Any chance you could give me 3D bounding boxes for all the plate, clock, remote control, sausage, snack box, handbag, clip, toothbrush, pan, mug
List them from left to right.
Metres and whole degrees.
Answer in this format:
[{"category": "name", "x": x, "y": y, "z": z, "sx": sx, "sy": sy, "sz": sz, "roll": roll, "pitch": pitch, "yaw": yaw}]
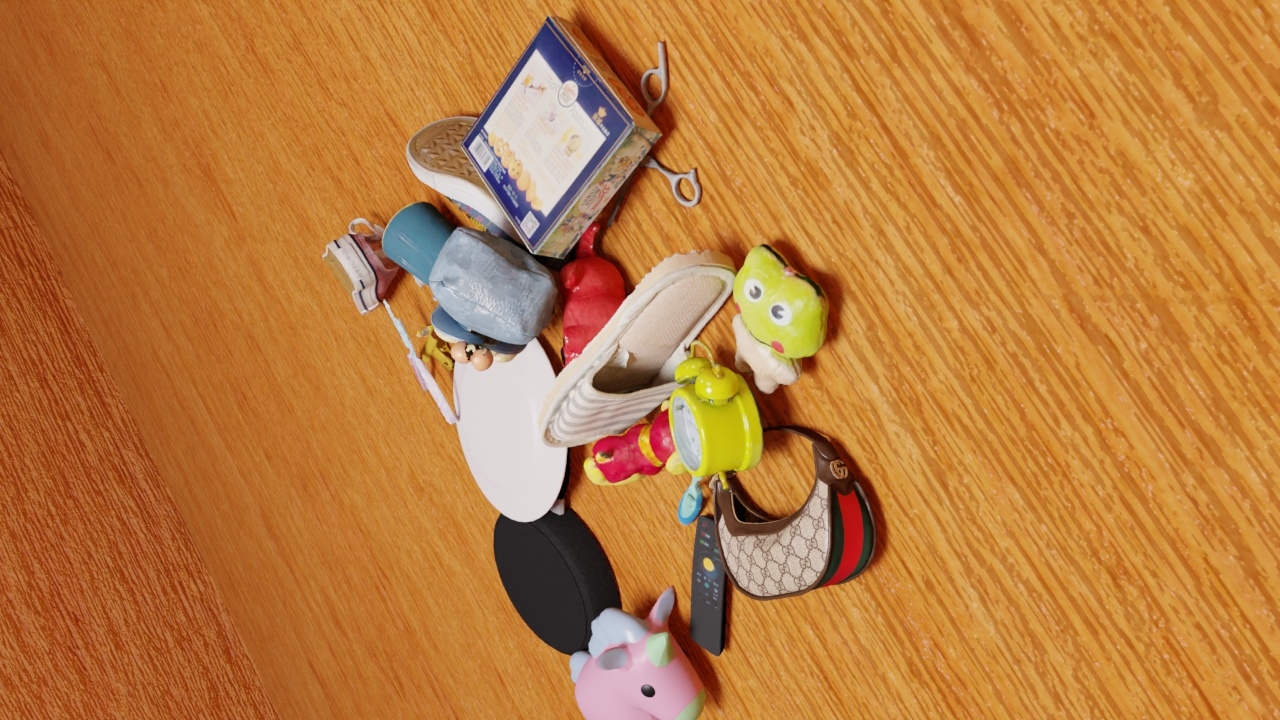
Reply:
[{"category": "toothbrush", "x": -0.241, "y": -0.054, "z": 1.108, "sx": 0.136, "sy": 0.016, "sz": 0.021, "roll": -31, "pitch": 80, "yaw": 51}, {"category": "clip", "x": -0.244, "y": -0.012, "z": 1.134, "sx": 0.054, "sy": 0.048, "sz": 0.045, "roll": 128, "pitch": 156, "yaw": -47}, {"category": "mug", "x": -0.216, "y": -0.111, "z": 1.010, "sx": 0.121, "sy": 0.078, "sz": 0.078, "roll": 39, "pitch": 134, "yaw": 23}, {"category": "sausage", "x": -0.168, "y": -0.150, "z": 0.974, "sx": 0.155, "sy": 0.020, "sz": 0.020, "roll": 43, "pitch": 136, "yaw": 26}, {"category": "handbag", "x": -0.142, "y": -0.050, "z": 0.861, "sx": 0.121, "sy": 0.118, "sz": 0.192, "roll": 27, "pitch": 177, "yaw": -9}, {"category": "plate", "x": -0.159, "y": 0.064, "z": 1.037, "sx": 0.243, "sy": 0.016, "sz": 0.243, "roll": 15, "pitch": 109, "yaw": 49}, {"category": "pan", "x": -0.102, "y": 0.192, "z": 1.053, "sx": 0.204, "sy": 0.044, "sz": 0.356, "roll": 29, "pitch": 130, "yaw": 37}, {"category": "snack box", "x": -0.072, "y": -0.187, "z": 0.774, "sx": 0.145, "sy": 0.042, "sz": 0.144, "roll": -47, "pitch": 62, "yaw": 26}, {"category": "toothbrush", "x": 0.049, "y": 0.123, "z": 0.845, "sx": 0.022, "sy": 0.017, "sz": 0.135, "roll": 43, "pitch": 155, "yaw": 18}, {"category": "remote control", "x": 0.069, "y": 0.218, "z": 0.887, "sx": 0.041, "sy": 0.020, "sz": 0.152, "roll": 25, "pitch": 125, "yaw": 40}, {"category": "clock", "x": 0.060, "y": 0.040, "z": 0.746, "sx": 0.083, "sy": 0.057, "sz": 0.119, "roll": -151, "pitch": 52, "yaw": -69}, {"category": "handbag", "x": 0.117, "y": 0.125, "z": 0.766, "sx": 0.167, "sy": 0.063, "sz": 0.138, "roll": -33, "pitch": 65, "yaw": 56}]

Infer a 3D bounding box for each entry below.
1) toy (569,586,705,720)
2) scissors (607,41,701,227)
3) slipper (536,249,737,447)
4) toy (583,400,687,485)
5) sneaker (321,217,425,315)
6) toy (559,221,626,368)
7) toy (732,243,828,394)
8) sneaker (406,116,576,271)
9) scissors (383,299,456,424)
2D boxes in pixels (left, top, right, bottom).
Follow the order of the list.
[{"category": "toy", "x": -0.018, "y": 0.335, "z": 0.982, "sx": 0.223, "sy": 0.119, "sz": 0.171, "roll": -11, "pitch": 110, "yaw": 50}, {"category": "scissors", "x": 0.000, "y": -0.182, "z": 0.770, "sx": 0.141, "sy": 0.014, "sz": 0.175, "roll": 34, "pitch": 130, "yaw": 29}, {"category": "slipper", "x": -0.005, "y": 0.005, "z": 0.793, "sx": 0.274, "sy": 0.114, "sz": 0.054, "roll": -51, "pitch": 56, "yaw": 41}, {"category": "toy", "x": 0.001, "y": 0.081, "z": 0.835, "sx": 0.138, "sy": 0.105, "sz": 0.067, "roll": -28, "pitch": 74, "yaw": 43}, {"category": "sneaker", "x": -0.329, "y": -0.119, "z": 1.124, "sx": 0.118, "sy": 0.087, "sz": 0.241, "roll": 56, "pitch": 164, "yaw": -6}, {"category": "toy", "x": -0.028, "y": -0.059, "z": 0.844, "sx": 0.088, "sy": 0.094, "sz": 0.133, "roll": 111, "pitch": 157, "yaw": -78}, {"category": "toy", "x": 0.101, "y": -0.026, "z": 0.709, "sx": 0.092, "sy": 0.043, "sz": 0.118, "roll": 45, "pitch": 140, "yaw": 30}, {"category": "sneaker", "x": -0.138, "y": -0.165, "z": 0.903, "sx": 0.235, "sy": 0.087, "sz": 0.079, "roll": 36, "pitch": 161, "yaw": 32}, {"category": "scissors", "x": -0.266, "y": 0.010, "z": 1.119, "sx": 0.168, "sy": 0.014, "sz": 0.171, "roll": 52, "pitch": 161, "yaw": 26}]
